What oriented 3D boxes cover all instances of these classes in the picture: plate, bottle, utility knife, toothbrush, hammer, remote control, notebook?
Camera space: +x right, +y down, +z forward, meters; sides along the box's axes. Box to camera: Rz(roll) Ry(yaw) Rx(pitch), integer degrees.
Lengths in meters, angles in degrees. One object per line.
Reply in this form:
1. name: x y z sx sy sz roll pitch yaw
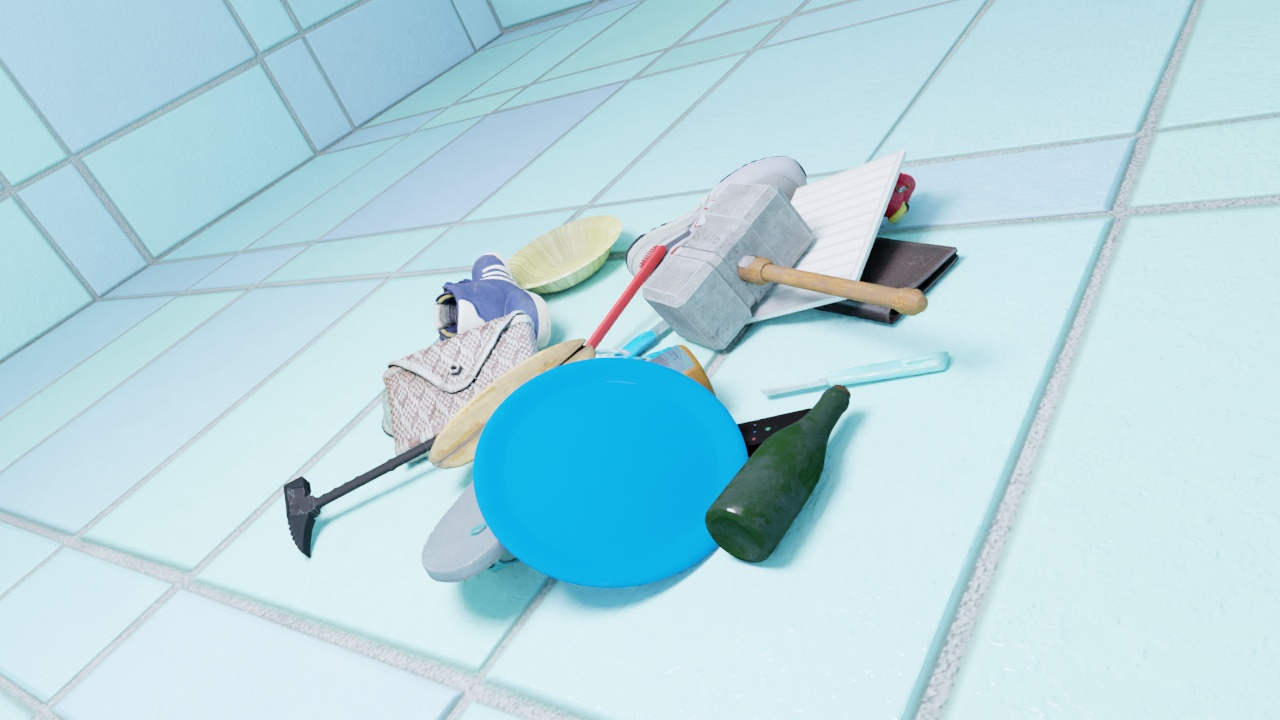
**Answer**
1. plate: -0.024 0.089 0.757 0.224 0.024 0.223 0 49 -1
2. bottle: -0.012 0.051 0.843 0.157 0.068 0.068 -29 29 -7
3. utility knife: -0.013 -0.007 0.995 0.221 0.015 0.031 -39 35 -18
4. bottle: 0.117 0.077 0.710 0.055 0.055 0.173 4 39 43
5. toothbrush: -0.036 -0.047 1.021 0.018 0.012 0.212 17 67 51
6. hammer: 0.145 -0.076 0.849 0.162 0.083 0.318 -50 30 -10
7. plate: -0.103 -0.135 1.258 0.184 0.036 0.184 -20 29 11
8. remote control: 0.077 0.071 0.793 0.150 0.013 0.034 -14 30 20
9. utility knife: 0.184 0.012 0.802 0.166 0.015 0.022 -10 31 22
10. notebook: 0.190 -0.129 0.958 0.143 0.009 0.209 -13 41 47
11. hammer: -0.219 0.093 0.948 0.325 0.015 0.095 -28 48 1

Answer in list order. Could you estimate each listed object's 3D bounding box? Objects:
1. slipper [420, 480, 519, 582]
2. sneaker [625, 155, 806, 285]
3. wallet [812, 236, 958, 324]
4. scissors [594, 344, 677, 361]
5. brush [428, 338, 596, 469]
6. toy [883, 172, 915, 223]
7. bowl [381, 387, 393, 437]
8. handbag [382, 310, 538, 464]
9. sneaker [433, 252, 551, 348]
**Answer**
1. slipper: -0.124 0.133 0.827 0.098 0.055 0.268 -21 18 14
2. sneaker: 0.100 -0.140 1.066 0.240 0.089 0.124 -31 32 8
3. wallet: 0.239 -0.083 0.905 0.119 0.031 0.099 -39 34 -25
4. scissors: -0.006 0.006 0.931 0.134 0.011 0.139 7 22 27
5. brush: -0.127 0.044 0.915 0.195 0.059 0.043 -37 0 -7
6. toy: 0.236 -0.174 1.029 0.138 0.067 0.105 -14 29 35
7. bowl: -0.248 0.028 1.100 0.158 0.038 0.157 -20 29 11
8. handbag: -0.195 0.026 1.006 0.186 0.047 0.124 -22 60 6
9. sneaker: -0.212 -0.071 1.142 0.118 0.091 0.233 -6 28 -29
